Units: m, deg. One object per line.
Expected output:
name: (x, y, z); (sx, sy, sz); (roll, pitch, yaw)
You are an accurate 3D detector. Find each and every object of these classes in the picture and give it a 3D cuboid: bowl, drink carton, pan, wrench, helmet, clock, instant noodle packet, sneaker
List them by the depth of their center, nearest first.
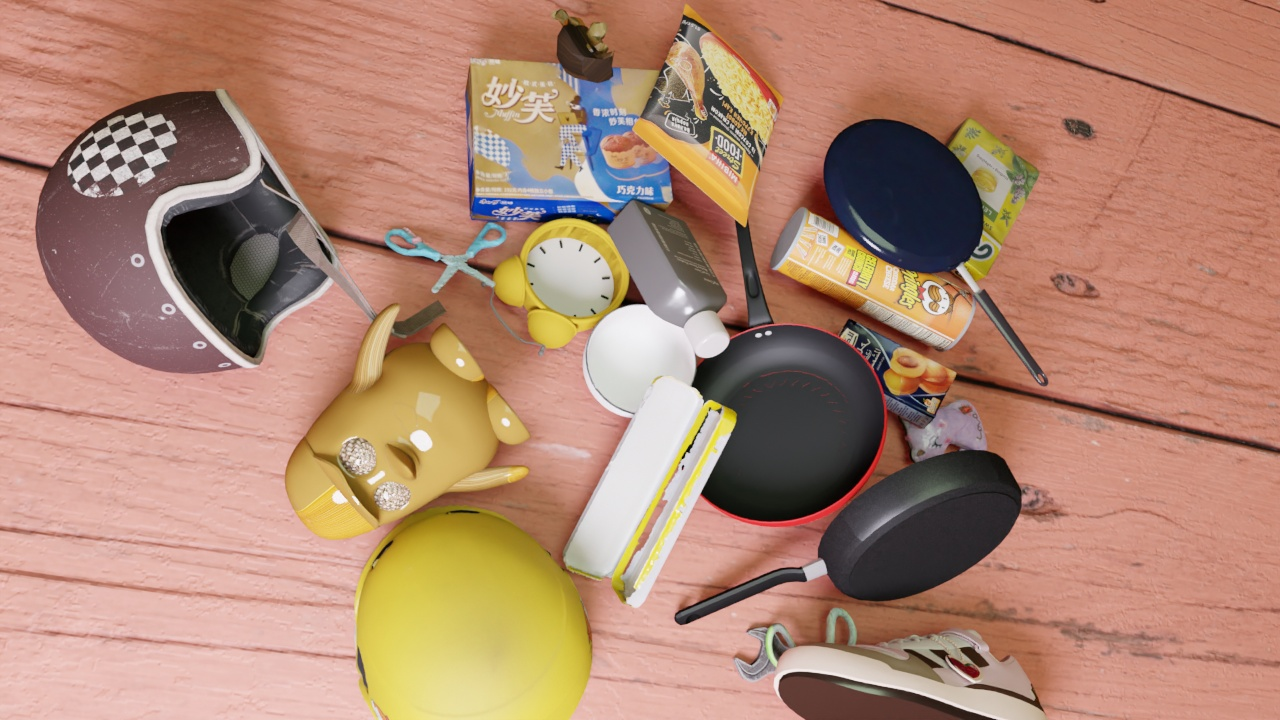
helmet: (-0.359, -0.103, 0.782); (0.253, 0.234, 0.234); (-34, 71, -10)
helmet: (-0.144, 0.233, 0.789); (0.208, 0.140, 0.240); (-27, 83, -20)
pan: (0.203, 0.195, 0.888); (0.355, 0.204, 0.044); (-23, 50, 0)
sneaker: (0.266, 0.301, 0.892); (0.293, 0.112, 0.116); (18, 47, -12)
bowl: (-0.005, 0.005, 0.926); (0.113, 0.063, 0.113); (4, 75, -14)
wrench: (0.224, 0.322, 0.933); (0.273, 0.010, 0.070); (16, 72, -10)
clock: (-0.081, -0.078, 0.936); (0.151, 0.052, 0.113); (-39, 88, -25)
pan: (0.130, -0.002, 0.938); (0.209, 0.067, 0.355); (-13, 61, 15)
drink carton: (0.264, 0.014, 0.991); (0.130, 0.040, 0.064); (29, 69, 11)
instant noodle packet: (0.081, -0.269, 0.997); (0.160, 0.032, 0.220); (36, 52, -23)
pan: (0.337, -0.122, 1.003); (0.198, 0.021, 0.356); (-26, 77, -28)

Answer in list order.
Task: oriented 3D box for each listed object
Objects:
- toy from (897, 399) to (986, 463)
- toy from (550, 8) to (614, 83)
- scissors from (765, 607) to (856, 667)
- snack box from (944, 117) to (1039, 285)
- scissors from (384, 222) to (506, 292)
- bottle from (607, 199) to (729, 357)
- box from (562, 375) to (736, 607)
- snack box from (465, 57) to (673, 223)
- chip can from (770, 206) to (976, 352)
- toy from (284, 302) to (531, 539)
toy: (0.336, 0.083, 1.011); (0.099, 0.037, 0.080); (-10, 77, -19)
toy: (-0.062, -0.326, 0.932); (0.063, 0.076, 0.100); (-41, 61, 21)
scissors: (0.174, 0.330, 0.906); (0.138, 0.028, 0.170); (10, 70, -16)
snack box: (0.394, -0.195, 1.094); (0.121, 0.045, 0.180); (37, 70, -3)
scissors: (-0.184, -0.110, 0.916); (0.135, 0.015, 0.135); (33, 47, 19)
bottle: (0.037, -0.078, 0.916); (0.083, 0.046, 0.173); (14, 40, -45)
box: (0.014, 0.125, 0.859); (0.079, 0.080, 0.209); (28, 90, -33)
snack box: (-0.077, -0.227, 0.964); (0.202, 0.069, 0.155); (-1, 75, -15)
chip can: (0.256, -0.088, 1.014); (0.215, 0.075, 0.075); (25, 71, -7)
toy: (-0.218, 0.074, 0.809); (0.203, 0.162, 0.198); (-38, 106, -9)
